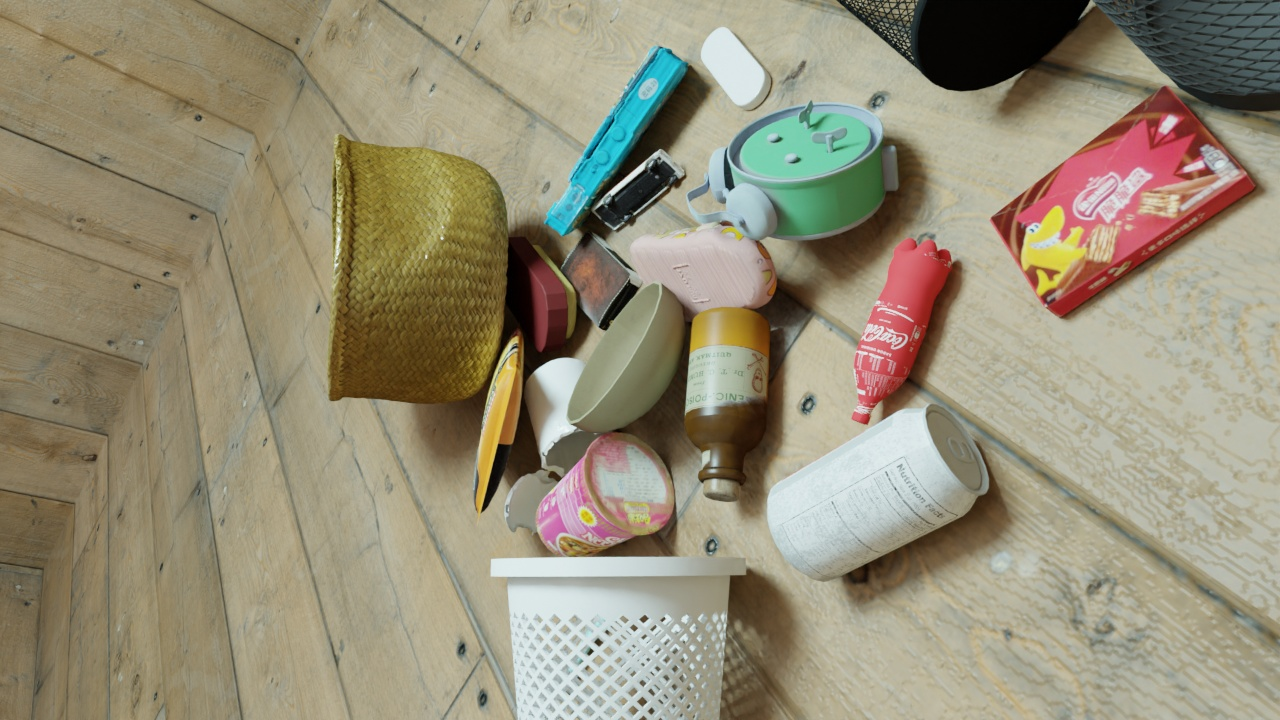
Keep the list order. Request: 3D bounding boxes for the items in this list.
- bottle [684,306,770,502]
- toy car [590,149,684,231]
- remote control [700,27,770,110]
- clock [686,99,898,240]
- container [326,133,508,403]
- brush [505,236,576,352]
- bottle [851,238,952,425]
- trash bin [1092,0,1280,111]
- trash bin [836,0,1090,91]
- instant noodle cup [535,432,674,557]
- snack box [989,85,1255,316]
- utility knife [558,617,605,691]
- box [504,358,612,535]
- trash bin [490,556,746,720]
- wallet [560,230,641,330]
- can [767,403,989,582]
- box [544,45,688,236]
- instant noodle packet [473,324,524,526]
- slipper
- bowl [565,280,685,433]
[{"bbox_3d":[0.071,0.038,0.765,0.068,0.067,0.156,-17,60,45],"label":"bottle"},{"bbox_3d":[-0.003,-0.187,0.994,0.113,0.039,0.039,-34,28,35],"label":"toy car"},{"bbox_3d":[0.097,-0.303,0.947,0.043,0.013,0.136,-48,42,24],"label":"remote control"},{"bbox_3d":[0.116,-0.151,0.738,0.161,0.075,0.121,-19,39,-2],"label":"clock"},{"bbox_3d":[-0.266,-0.093,1.076,0.307,0.196,0.307,-177,91,-72],"label":"container"},{"bbox_3d":[-0.117,-0.079,1.053,0.173,0.041,0.082,-129,39,-49],"label":"brush"},{"bbox_3d":[0.187,-0.020,0.676,0.042,0.042,0.141,20,89,53],"label":"bottle"},{"bbox_3d":[0.324,-0.270,0.482,0.218,0.227,0.217,-26,54,41],"label":"trash bin"},{"bbox_3d":[0.219,-0.322,0.687,0.184,0.184,0.210,-45,48,26],"label":"trash bin"},{"bbox_3d":[-0.040,0.133,0.839,0.109,0.097,0.097,-41,44,41],"label":"instant noodle cup"},{"bbox_3d":[0.303,-0.101,0.592,0.133,0.021,0.089,-41,46,30],"label":"snack box"},{"bbox_3d":[-0.047,0.258,0.844,0.126,0.015,0.022,-58,7,10],"label":"utility knife"},{"bbox_3d":[-0.090,0.087,0.925,0.142,0.083,0.140,-38,47,17],"label":"box"},{"bbox_3d":[-0.016,0.250,0.688,0.196,0.195,0.199,-14,71,46],"label":"trash bin"},{"bbox_3d":[-0.048,-0.089,1.011,0.072,0.019,0.123,-57,39,13],"label":"wallet"},{"bbox_3d":[0.158,0.091,0.626,0.136,0.078,0.078,-38,46,33],"label":"can"},{"bbox_3d":[-0.028,-0.242,1.015,0.227,0.041,0.094,-53,3,18],"label":"box"},{"bbox_3d":[-0.148,0.057,0.968,0.220,0.032,0.160,-114,39,-74],"label":"instant noodle packet"},{"bbox_3d":[0.068,-0.089,0.831,0.081,0.093,0.197,-37,20,-22],"label":"slipper"},{"bbox_3d":[-0.005,0.005,0.834,0.152,0.050,0.152,-52,15,20],"label":"bowl"}]
